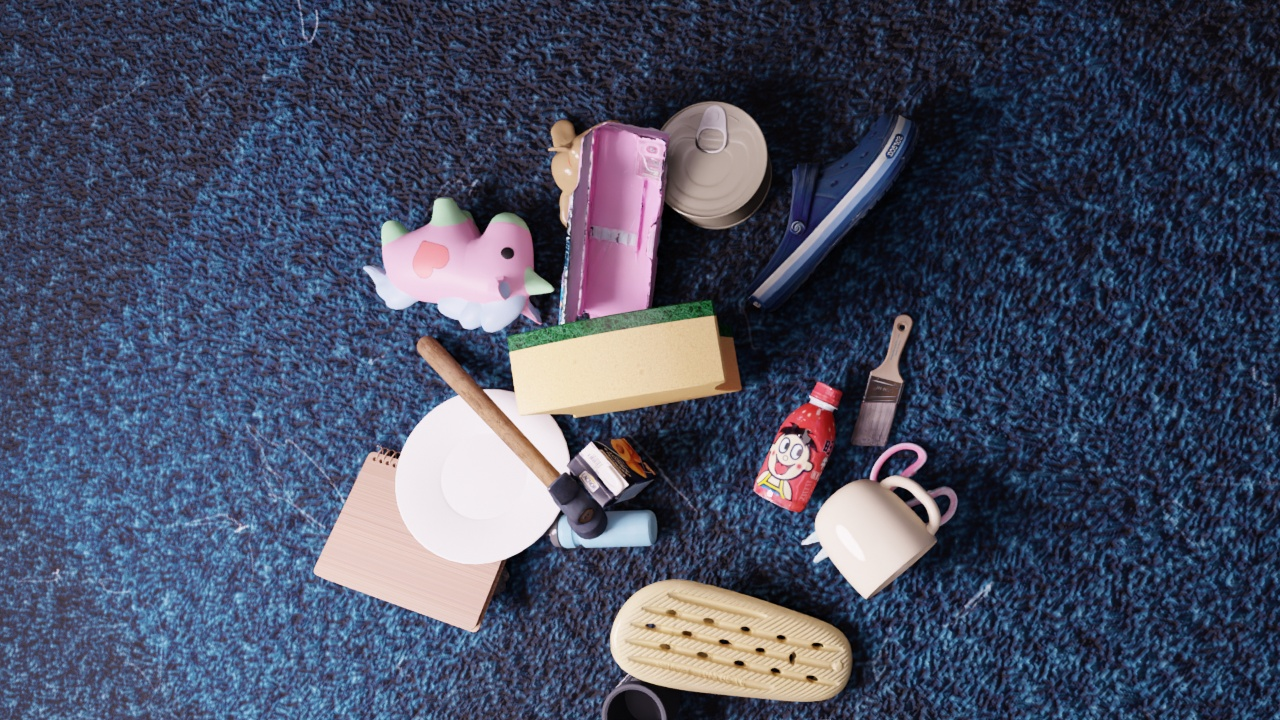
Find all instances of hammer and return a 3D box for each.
[{"bbox_3d":[-0.160,0.070,1.041,0.040,0.129,0.322,-42,59,-11],"label":"hammer"}]

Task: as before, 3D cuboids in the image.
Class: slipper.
[{"bbox_3d":[0.097,0.300,0.991,0.261,0.079,0.111,12,87,-4],"label":"slipper"},{"bbox_3d":[0.191,-0.166,0.973,0.095,0.105,0.253,40,99,5],"label":"slipper"}]

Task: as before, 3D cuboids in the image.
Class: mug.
[{"bbox_3d":[0.240,0.166,0.935,0.120,0.096,0.099,-46,66,15],"label":"mug"},{"bbox_3d":[-0.009,0.393,1.008,0.071,0.077,0.105,42,97,13],"label":"mug"}]

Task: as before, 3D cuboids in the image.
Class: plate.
[{"bbox_3d":[-0.184,0.134,1.075,0.209,0.015,0.208,-3,69,7],"label":"plate"}]

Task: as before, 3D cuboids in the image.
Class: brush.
[{"bbox_3d":[0.266,0.023,0.993,0.039,0.012,0.151,15,90,14],"label":"brush"},{"bbox_3d":[-0.006,0.005,0.939,0.195,0.250,0.075,-10,84,9],"label":"brush"}]

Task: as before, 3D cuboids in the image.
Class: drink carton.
[{"bbox_3d":[-0.030,0.120,1.001,0.040,0.130,0.064,-45,77,8],"label":"drink carton"}]

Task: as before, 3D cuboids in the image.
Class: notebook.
[{"bbox_3d":[-0.256,0.204,1.079,0.210,0.022,0.168,15,68,14],"label":"notebook"}]

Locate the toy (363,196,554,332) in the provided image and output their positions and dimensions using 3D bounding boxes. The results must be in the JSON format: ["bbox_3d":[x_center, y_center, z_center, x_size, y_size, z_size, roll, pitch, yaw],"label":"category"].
[{"bbox_3d":[-0.218,-0.101,1.077,0.222,0.120,0.171,-21,73,11],"label":"toy"}]

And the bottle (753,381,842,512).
[{"bbox_3d":[0.175,0.090,0.987,0.062,0.062,0.137,24,93,14],"label":"bottle"}]

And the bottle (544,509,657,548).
[{"bbox_3d":[-0.048,0.193,1.048,0.130,0.040,0.040,-5,86,14],"label":"bottle"}]

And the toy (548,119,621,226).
[{"bbox_3d":[-0.059,-0.227,1.045,0.105,0.108,0.134,-5,85,-14],"label":"toy"}]

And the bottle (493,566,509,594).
[{"bbox_3d":[-0.210,0.246,1.088,0.110,0.036,0.036,15,90,14],"label":"bottle"}]

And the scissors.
[{"bbox_3d":[0.258,0.177,0.987,0.179,0.016,0.105,-45,78,8],"label":"scissors"}]

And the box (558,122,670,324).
[{"bbox_3d":[-0.029,-0.125,0.976,0.086,0.105,0.231,11,121,7],"label":"box"}]

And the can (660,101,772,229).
[{"bbox_3d":[0.081,-0.214,1.020,0.128,0.073,0.127,-1,87,14],"label":"can"}]
